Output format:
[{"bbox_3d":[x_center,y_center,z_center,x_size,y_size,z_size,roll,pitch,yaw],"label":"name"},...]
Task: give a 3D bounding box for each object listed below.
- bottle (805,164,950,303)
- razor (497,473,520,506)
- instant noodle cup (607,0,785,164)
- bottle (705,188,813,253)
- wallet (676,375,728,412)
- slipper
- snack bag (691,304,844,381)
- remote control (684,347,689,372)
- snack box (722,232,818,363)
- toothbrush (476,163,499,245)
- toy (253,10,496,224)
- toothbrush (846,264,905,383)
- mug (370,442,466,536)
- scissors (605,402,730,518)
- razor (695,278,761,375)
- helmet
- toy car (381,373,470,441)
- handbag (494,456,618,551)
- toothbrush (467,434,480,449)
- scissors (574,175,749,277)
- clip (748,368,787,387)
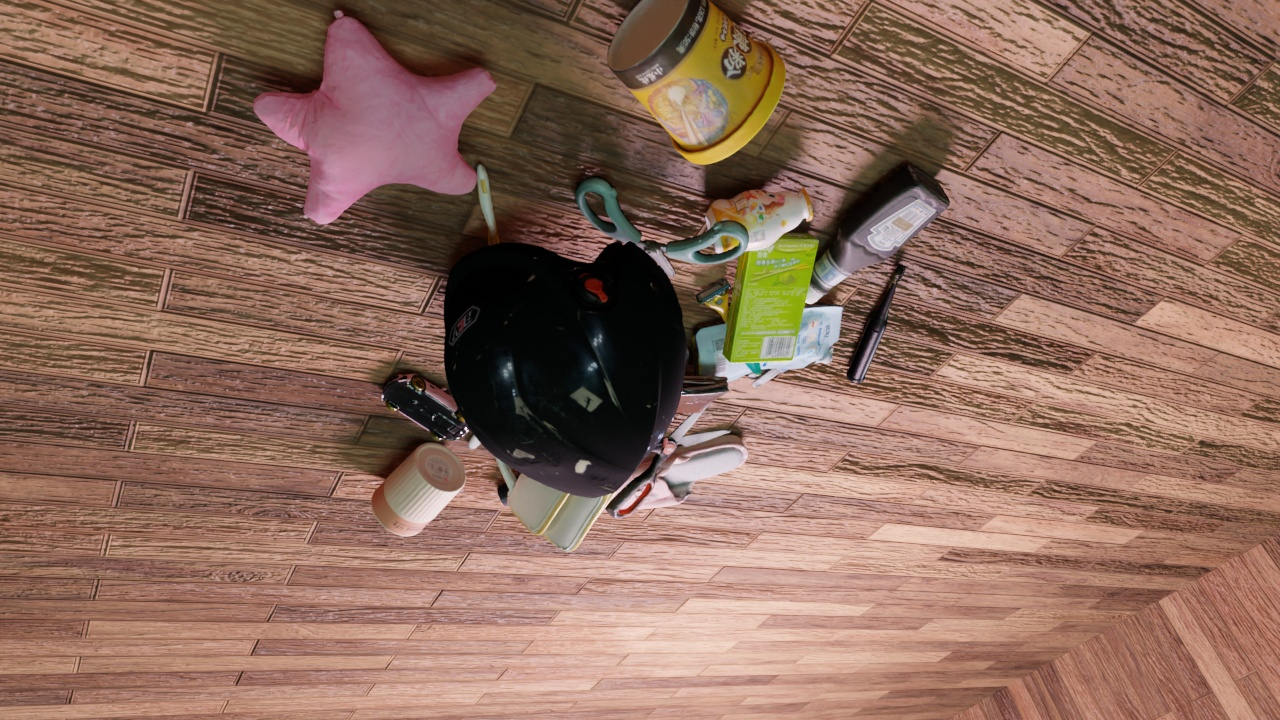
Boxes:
[{"bbox_3d":[0.255,-0.137,1.049,0.079,0.044,0.195,19,131,-37],"label":"bottle"},{"bbox_3d":[-0.132,0.162,1.284,0.168,0.062,0.067,-27,173,22],"label":"razor"},{"bbox_3d":[0.043,-0.249,0.780,0.119,0.118,0.114,-37,129,25],"label":"instant noodle cup"},{"bbox_3d":[0.125,-0.150,0.968,0.108,0.063,0.063,-16,143,1],"label":"bottle"},{"bbox_3d":[0.049,0.045,1.171,0.101,0.032,0.125,1,165,-14],"label":"wallet"},{"bbox_3d":[0.029,0.176,1.349,0.274,0.054,0.114,-14,143,-3],"label":"slipper"},{"bbox_3d":[0.162,-0.019,1.165,0.191,0.038,0.110,-12,131,-3],"label":"snack bag"},{"bbox_3d":[-0.007,0.007,1.152,0.136,0.020,0.056,-7,141,-12],"label":"remote control"},{"bbox_3d":[0.149,-0.071,1.062,0.085,0.026,0.157,-3,119,-18],"label":"snack box"},{"bbox_3d":[-0.154,-0.125,0.939,0.018,0.016,0.192,-3,142,-2],"label":"toothbrush"},{"bbox_3d":[-0.215,-0.206,0.771,0.194,0.074,0.179,-15,132,-7],"label":"toy"},{"bbox_3d":[0.307,-0.045,1.195,0.027,0.026,0.213,-42,156,-33],"label":"toothbrush"},{"bbox_3d":[-0.281,0.167,1.216,0.106,0.081,0.114,-43,162,29],"label":"mug"},{"bbox_3d":[0.017,0.128,1.254,0.227,0.021,0.221,15,112,-36],"label":"scissors"},{"bbox_3d":[0.114,-0.036,1.105,0.043,0.028,0.132,-31,115,4],"label":"razor"},{"bbox_3d":[-0.084,0.008,0.945,0.274,0.229,0.234,31,132,-25],"label":"helmet"},{"bbox_3d":[-0.256,0.054,1.112,0.056,0.037,0.122,-36,126,20],"label":"toy car"},{"bbox_3d":[-0.127,0.156,1.203,0.179,0.063,0.164,33,129,1],"label":"handbag"},{"bbox_3d":[-0.178,0.063,1.165,0.016,0.016,0.181,22,130,-24],"label":"toothbrush"},{"bbox_3d":[0.015,-0.137,0.930,0.172,0.019,0.170,-6,148,42],"label":"scissors"},{"bbox_3d":[0.171,0.014,1.230,0.058,0.036,0.025,-36,140,19],"label":"clip"}]
